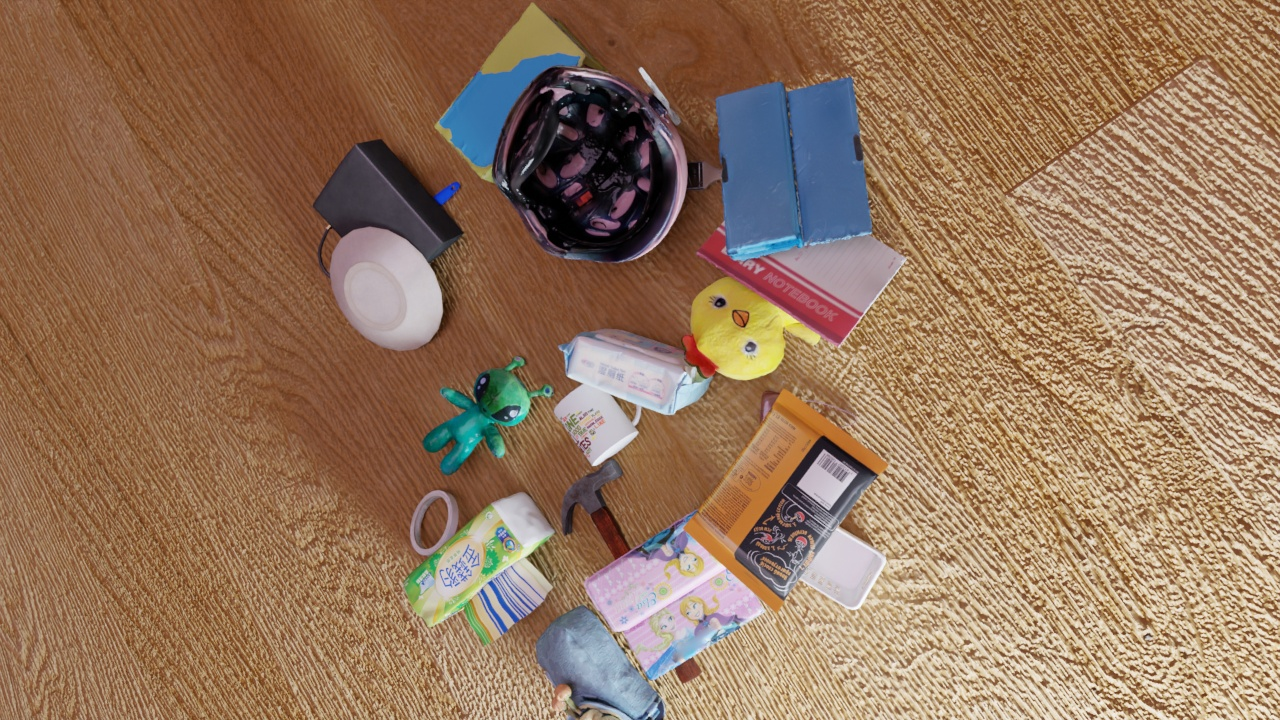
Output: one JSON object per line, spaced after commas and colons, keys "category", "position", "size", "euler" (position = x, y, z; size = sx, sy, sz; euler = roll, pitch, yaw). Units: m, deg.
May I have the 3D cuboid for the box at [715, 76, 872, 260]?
{"category": "box", "position": [0.182, -0.242, 1.115], "size": [0.175, 0.033, 0.231], "euler": [-10, 66, 18]}

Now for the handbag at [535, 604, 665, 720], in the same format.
{"category": "handbag", "position": [-0.065, 0.423, 1.190], "size": [0.192, 0.118, 0.122], "euler": [51, 134, 9]}

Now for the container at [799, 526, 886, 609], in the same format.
{"category": "container", "position": [0.230, 0.237, 1.131], "size": [0.129, 0.049, 0.081], "euler": [30, 99, 16]}

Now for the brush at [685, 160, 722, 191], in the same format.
{"category": "brush", "position": [0.081, -0.242, 1.198], "size": [0.151, 0.012, 0.039], "euler": [-1, 90, 19]}

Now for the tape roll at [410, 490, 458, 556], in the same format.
{"category": "tape roll", "position": [-0.294, 0.231, 1.307], "size": [0.093, 0.013, 0.093], "euler": [-19, 60, 35]}

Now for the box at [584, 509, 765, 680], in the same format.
{"category": "box", "position": [0.062, 0.292, 1.180], "size": [0.230, 0.035, 0.159], "euler": [-34, 84, 6]}

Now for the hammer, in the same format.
{"category": "hammer", "position": [-0.007, 0.289, 1.225], "size": [0.111, 0.028, 0.300], "euler": [-33, 80, 15]}

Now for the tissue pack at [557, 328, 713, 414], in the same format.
{"category": "tissue pack", "position": [-0.007, 0.007, 1.177], "size": [0.182, 0.112, 0.070], "euler": [21, 105, 17]}

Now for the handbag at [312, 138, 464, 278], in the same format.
{"category": "handbag", "position": [-0.389, -0.181, 1.314], "size": [0.196, 0.072, 0.176], "euler": [-39, 96, 22]}

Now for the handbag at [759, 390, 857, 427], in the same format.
{"category": "handbag", "position": [0.211, 0.069, 1.152], "size": [0.120, 0.029, 0.055], "euler": [3, 89, 13]}

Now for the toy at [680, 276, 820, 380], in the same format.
{"category": "toy", "position": [0.146, -0.052, 1.142], "size": [0.208, 0.092, 0.134], "euler": [-32, 78, 5]}

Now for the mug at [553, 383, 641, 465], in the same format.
{"category": "mug", "position": [-0.047, 0.073, 1.219], "size": [0.105, 0.073, 0.089], "euler": [-35, 78, -10]}

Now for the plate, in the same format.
{"category": "plate", "position": [-0.370, -0.096, 1.306], "size": [0.189, 0.027, 0.189], "euler": [10, 119, 19]}

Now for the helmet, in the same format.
{"category": "helmet", "position": [-0.047, -0.244, 1.165], "size": [0.255, 0.152, 0.230], "euler": [34, 113, 12]}

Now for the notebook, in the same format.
{"category": "notebook", "position": [0.196, -0.127, 1.123], "size": [0.209, 0.012, 0.152], "euler": [35, 71, 15]}

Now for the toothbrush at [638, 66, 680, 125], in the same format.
{"category": "toothbrush", "position": [0.022, -0.326, 1.129], "size": [0.010, 0.181, 0.010], "euler": [-41, 75, 9]}

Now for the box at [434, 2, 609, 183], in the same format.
{"category": "box", "position": [-0.164, -0.355, 1.248], "size": [0.124, 0.080, 0.221], "euler": [47, 107, 16]}

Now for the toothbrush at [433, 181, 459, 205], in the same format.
{"category": "toothbrush", "position": [-0.332, -0.203, 1.337], "size": [0.183, 0.018, 0.016], "euler": [-35, 100, 16]}

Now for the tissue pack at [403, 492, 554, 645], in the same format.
{"category": "tissue pack", "position": [-0.203, 0.295, 1.251], "size": [0.198, 0.120, 0.141], "euler": [-43, 79, 21]}

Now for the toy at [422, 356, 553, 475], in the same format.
{"category": "toy", "position": [-0.217, 0.075, 1.278], "size": [0.193, 0.072, 0.130], "euler": [-42, 79, 5]}

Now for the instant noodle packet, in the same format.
{"category": "instant noodle packet", "position": [0.169, 0.166, 1.111], "size": [0.160, 0.032, 0.221], "euler": [39, 97, 32]}
